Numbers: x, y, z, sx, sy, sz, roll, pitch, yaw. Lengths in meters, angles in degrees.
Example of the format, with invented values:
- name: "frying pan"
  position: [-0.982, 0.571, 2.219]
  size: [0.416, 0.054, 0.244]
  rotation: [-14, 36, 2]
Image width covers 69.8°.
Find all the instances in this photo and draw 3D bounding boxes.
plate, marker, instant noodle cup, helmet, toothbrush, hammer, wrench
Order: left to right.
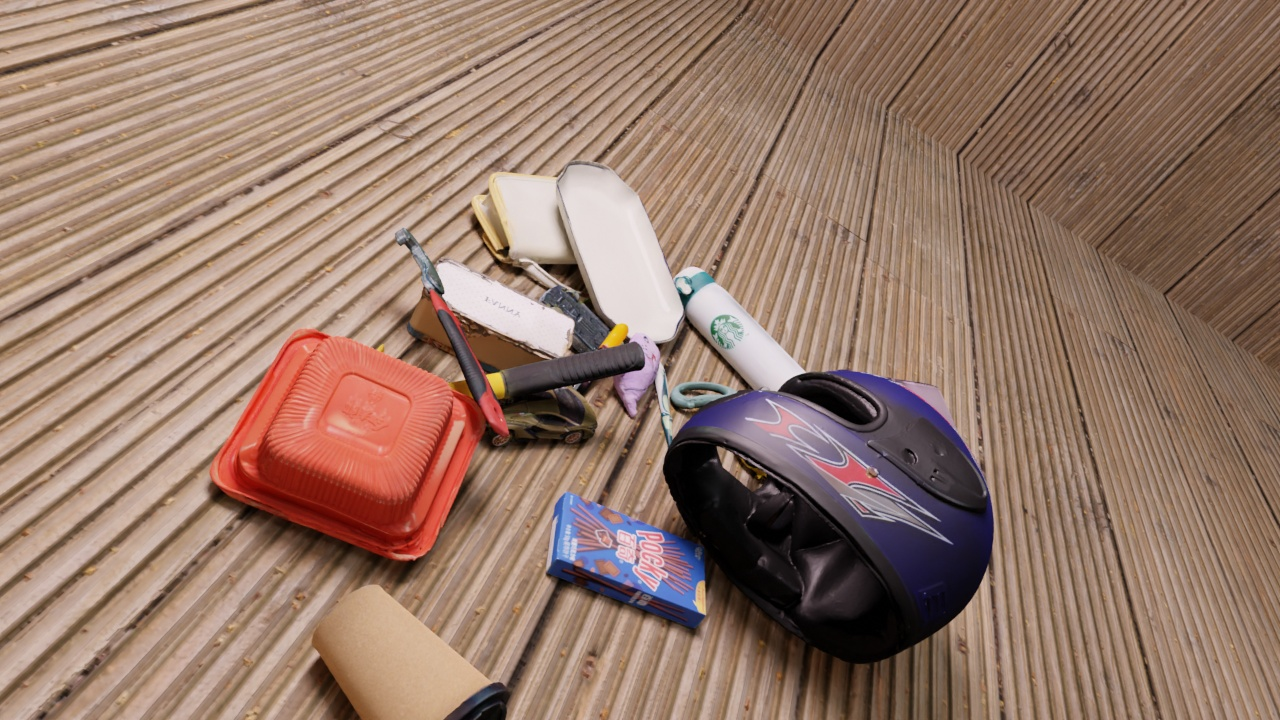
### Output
- name: "instant noodle cup"
  position: [-0.227, 0.060, 0.748]
  size: [0.188, 0.079, 0.164]
  rotation: [24, 56, -12]
- name: "wrench"
  position: [-0.178, -0.031, 0.866]
  size: [0.273, 0.016, 0.056]
  rotation: [58, 3, 34]
- name: "hammer"
  position: [-0.133, 0.023, 0.888]
  size: [0.300, 0.033, 0.128]
  rotation: [-12, 55, -26]
- name: "marker"
  position: [-0.048, 0.001, 1.047]
  size: [0.018, 0.015, 0.123]
  rotation: [50, 51, -20]
- name: "plate"
  position: [-0.034, -0.135, 1.180]
  size: [0.161, 0.034, 0.265]
  rotation: [-5, 69, -49]
- name: "toothbrush"
  position: [0.032, 0.063, 1.068]
  size: [0.016, 0.018, 0.191]
  rotation: [19, 37, -22]
- name: "helmet"
  position: [0.201, 0.126, 0.920]
  size: [0.315, 0.248, 0.239]
  rotation: [45, 52, 1]

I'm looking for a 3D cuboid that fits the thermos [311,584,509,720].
- name: "thermos"
  position: [-0.161, 0.228, 0.640]
  size: [0.143, 0.093, 0.092]
  rotation: [38, 33, 21]

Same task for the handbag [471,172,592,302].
- name: "handbag"
  position: [-0.120, -0.148, 1.174]
  size: [0.163, 0.063, 0.178]
  rotation: [-5, 65, -44]

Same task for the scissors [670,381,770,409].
- name: "scissors"
  position: [0.125, 0.073, 1.087]
  size: [0.170, 0.019, 0.178]
  rotation: [7, 30, -15]

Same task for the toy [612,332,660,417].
- name: "toy"
  position: [-0.006, 0.006, 1.074]
  size: [0.107, 0.039, 0.084]
  rotation: [-49, 124, -56]

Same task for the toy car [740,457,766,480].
- name: "toy car"
  position: [0.175, 0.129, 1.087]
  size: [0.156, 0.041, 0.071]
  rotation: [34, 32, 11]

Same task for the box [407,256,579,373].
- name: "box"
  position: [-0.153, -0.035, 0.993]
  size: [0.184, 0.061, 0.089]
  rotation: [29, 35, -12]

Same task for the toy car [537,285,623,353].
- name: "toy car"
  position: [-0.071, -0.037, 1.087]
  size: [0.120, 0.037, 0.054]
  rotation: [43, 38, -6]

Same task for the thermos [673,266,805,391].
- name: "thermos"
  position: [0.126, -0.035, 1.225]
  size: [0.224, 0.073, 0.073]
  rotation: [48, 36, 20]

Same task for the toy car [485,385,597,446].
- name: "toy car"
  position: [-0.109, 0.049, 0.944]
  size: [0.157, 0.042, 0.070]
  rotation: [4, 45, -42]

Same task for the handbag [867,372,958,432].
- name: "handbag"
  position: [0.346, 0.116, 1.202]
  size: [0.145, 0.099, 0.196]
  rotation: [20, 37, -24]

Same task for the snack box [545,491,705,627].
- name: "snack box"
  position: [-0.010, 0.188, 0.867]
  size: [0.157, 0.026, 0.084]
  rotation: [24, 34, -15]
